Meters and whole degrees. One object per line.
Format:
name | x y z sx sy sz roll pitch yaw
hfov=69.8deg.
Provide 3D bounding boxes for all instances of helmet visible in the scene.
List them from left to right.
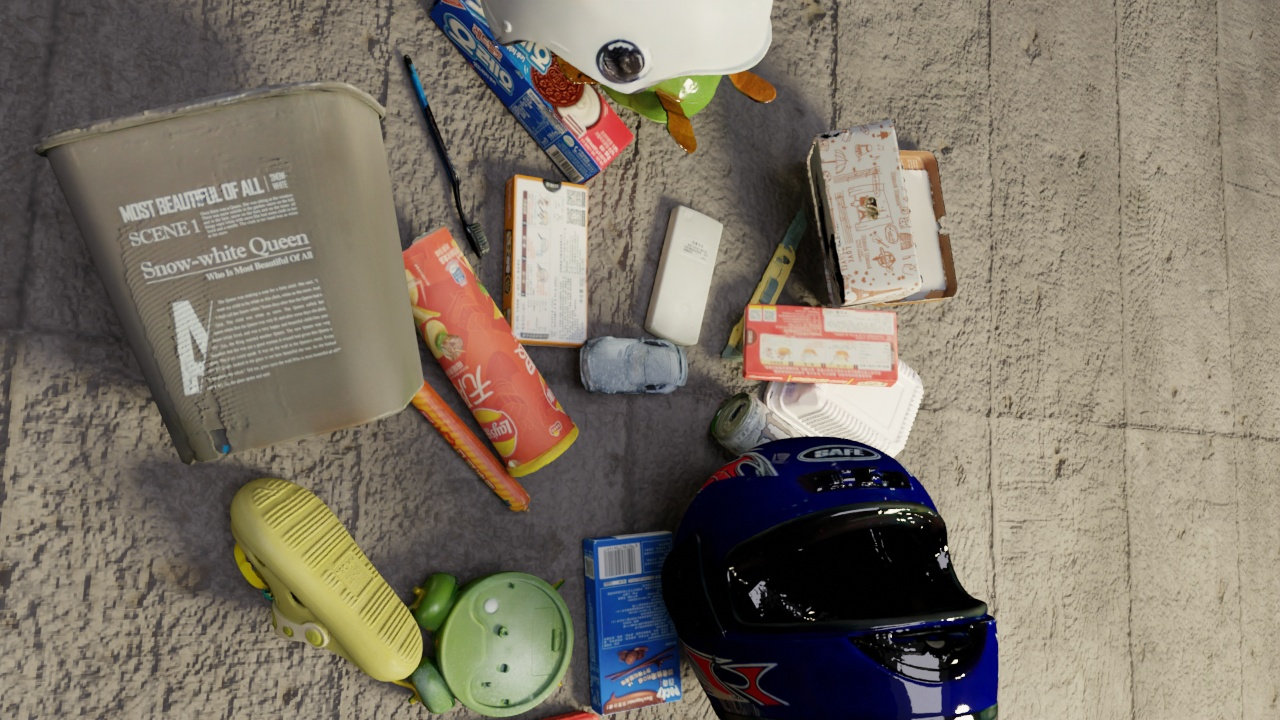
helmet | -0.002 -0.351 0.755 0.259 0.146 0.228 18 55 4
helmet | 0.153 0.183 0.781 0.247 0.316 0.240 -3 77 -17

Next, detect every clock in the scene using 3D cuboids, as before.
clock | -0.135 0.234 0.769 0.161 0.056 0.116 5 82 -28

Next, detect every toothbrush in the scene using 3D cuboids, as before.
toothbrush | -0.172 -0.181 0.814 0.016 0.014 0.189 -22 95 -29

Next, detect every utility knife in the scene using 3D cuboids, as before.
utility knife | 0.135 -0.079 0.970 0.031 0.020 0.195 36 65 -24

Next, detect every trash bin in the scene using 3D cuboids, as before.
trash bin | -0.260 -0.061 0.644 0.199 0.198 0.220 -13 99 -3

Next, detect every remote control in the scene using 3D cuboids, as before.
remote control | 0.043 -0.084 0.915 0.056 0.019 0.135 19 77 -26

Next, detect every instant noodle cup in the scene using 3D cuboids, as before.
instant noodle cup | 0.228 0.034 0.981 0.173 0.060 0.137 32 72 -21

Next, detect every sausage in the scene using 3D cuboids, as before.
sausage | -0.150 0.074 0.796 0.021 0.021 0.165 -46 106 -24

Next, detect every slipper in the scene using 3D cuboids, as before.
slipper | -0.249 0.177 0.694 0.081 0.091 0.190 -42 91 6

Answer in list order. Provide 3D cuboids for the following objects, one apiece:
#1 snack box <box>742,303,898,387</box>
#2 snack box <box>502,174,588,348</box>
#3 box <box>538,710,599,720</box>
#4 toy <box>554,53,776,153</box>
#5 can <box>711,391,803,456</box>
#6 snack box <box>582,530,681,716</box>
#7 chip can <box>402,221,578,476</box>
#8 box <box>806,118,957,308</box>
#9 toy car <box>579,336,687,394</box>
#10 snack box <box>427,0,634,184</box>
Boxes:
snack box | 0.180 -0.015 0.922 0.153 0.025 0.075 3 72 1
snack box | -0.087 -0.090 0.843 0.075 0.026 0.153 3 84 -28
box | -0.106 0.360 0.747 0.201 0.102 0.095 -4 87 -29
toy | 0.022 -0.293 0.863 0.227 0.090 0.246 28 51 0
can | 0.142 0.095 0.929 0.146 0.058 0.058 38 69 -20
snack box | -0.007 0.241 0.853 0.084 0.026 0.157 -1 85 -28
chip can | -0.137 -0.008 0.784 0.073 0.073 0.216 -36 101 -26
box | 0.260 -0.148 0.998 0.271 0.131 0.179 -7 87 -57
toy car | -0.005 0.005 0.862 0.120 0.037 0.054 2 85 -42
snack box | -0.099 -0.259 0.836 0.207 0.057 0.058 48 63 -15
